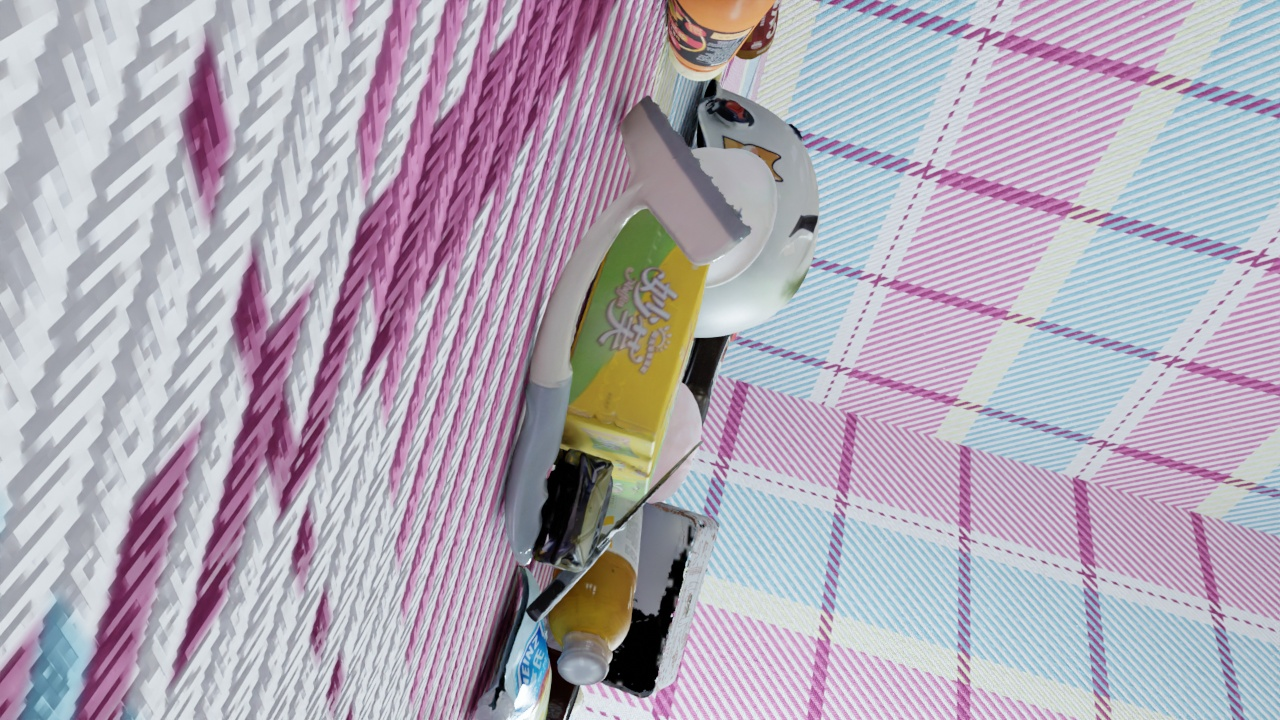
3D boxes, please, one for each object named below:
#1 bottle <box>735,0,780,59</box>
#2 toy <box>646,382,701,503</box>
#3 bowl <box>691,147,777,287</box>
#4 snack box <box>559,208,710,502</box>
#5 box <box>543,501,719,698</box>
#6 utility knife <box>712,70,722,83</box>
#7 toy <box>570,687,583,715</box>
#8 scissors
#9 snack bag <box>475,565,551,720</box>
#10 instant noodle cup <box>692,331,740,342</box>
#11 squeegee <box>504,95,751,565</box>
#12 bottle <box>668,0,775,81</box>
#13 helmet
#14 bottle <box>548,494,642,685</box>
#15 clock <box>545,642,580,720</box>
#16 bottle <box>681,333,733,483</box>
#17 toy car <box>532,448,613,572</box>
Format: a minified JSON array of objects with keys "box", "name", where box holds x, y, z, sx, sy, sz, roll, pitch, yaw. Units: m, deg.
[{"box":[0.109,-0.355,0.865,0.175,0.057,0.057,87,20,-77],"name":"bottle"},{"box":[0.003,0.060,0.835,0.159,0.054,0.121,45,59,-47],"name":"toy"},{"box":[0.041,-0.122,0.722,0.064,0.118,0.118,18,87,-46],"name":"bowl"},{"box":[-0.004,0.004,0.669,0.210,0.070,0.157,94,13,-70],"name":"snack box"},{"box":[-0.008,0.229,0.937,0.174,0.152,0.182,30,75,-67],"name":"box"},{"box":[0.080,-0.303,0.948,0.216,0.022,0.031,12,95,-79],"name":"utility knife"},{"box":[-0.093,0.360,0.886,0.157,0.066,0.105,-80,-172,-60],"name":"toy"},{"box":[-0.015,0.116,0.633,0.179,0.014,0.160,-41,174,-27],"name":"scissors"},{"box":[-0.088,0.231,0.671,0.191,0.039,0.110,95,14,-58],"name":"snack bag"},{"box":[0.076,-0.100,1.133,0.116,0.117,0.124,-68,160,-54],"name":"instant noodle cup"},{"box":[-0.037,0.002,0.459,0.246,0.039,0.247,-106,-146,-62],"name":"squeegee"},{"box":[0.044,-0.215,0.569,0.149,0.067,0.066,125,-17,-80],"name":"bottle"},{"box":[0.104,-0.143,0.936,0.231,0.157,0.273,100,7,-57],"name":"helmet"},{"box":[-0.036,0.172,0.739,0.189,0.068,0.068,-84,-174,-57],"name":"bottle"},{"box":[-0.088,0.300,0.794,0.082,0.055,0.121,101,8,-53],"name":"clock"},{"box":[0.060,0.042,1.035,0.080,0.044,0.194,90,17,-71],"name":"bottle"},{"box":[-0.042,0.091,0.559,0.158,0.042,0.070,154,-46,-79],"name":"toy car"}]
